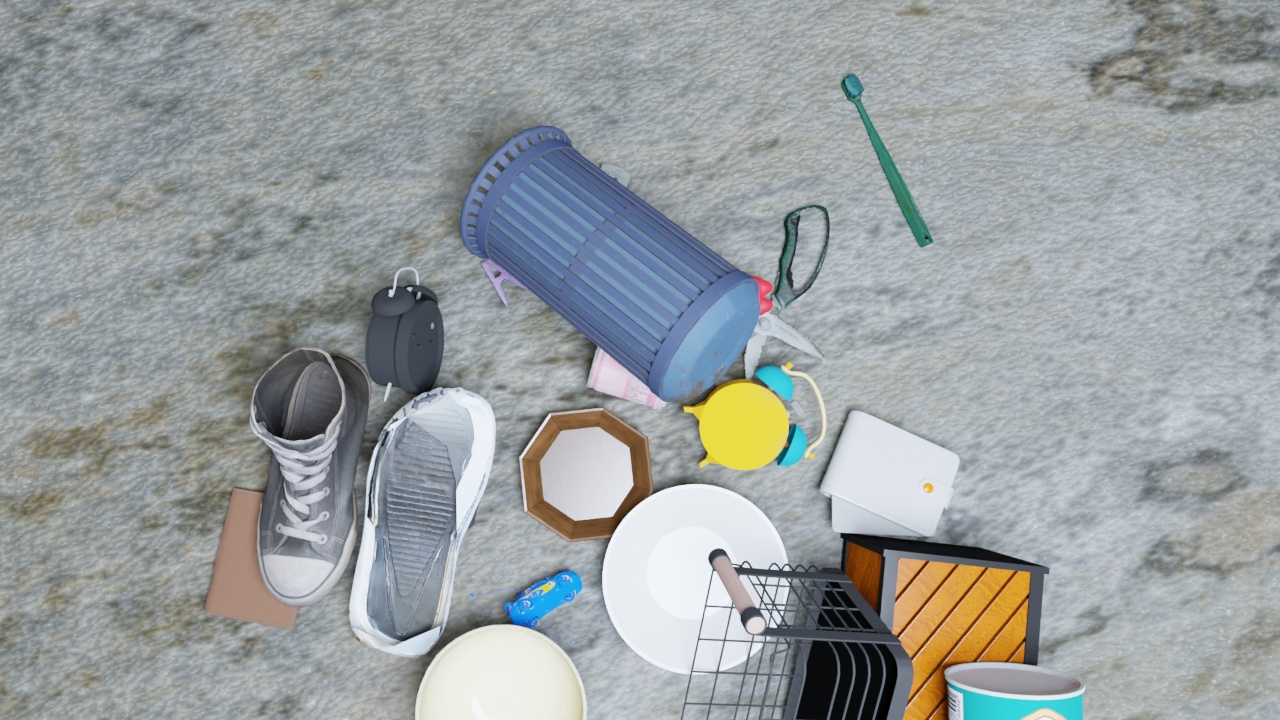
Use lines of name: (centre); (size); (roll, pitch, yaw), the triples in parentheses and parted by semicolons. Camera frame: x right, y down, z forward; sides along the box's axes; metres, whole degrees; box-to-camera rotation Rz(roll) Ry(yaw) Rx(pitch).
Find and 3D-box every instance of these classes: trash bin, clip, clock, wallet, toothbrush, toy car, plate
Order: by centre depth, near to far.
trash bin: (-0.023, -0.081, 0.804); (0.249, 0.139, 0.139); (39, 85, 20)
trash bin: (0.258, 0.255, 0.823); (0.139, 0.140, 0.171); (7, 85, -2)
clock: (-0.219, -0.027, 0.855); (0.042, 0.091, 0.121); (6, 99, 8)
wallet: (-0.358, 0.187, 0.871); (0.087, 0.013, 0.121); (11, 84, -1)
plate: (0.051, 0.205, 0.872); (0.174, 0.036, 0.174); (0, 86, -2)
toy car: (-0.110, 0.218, 0.875); (0.091, 0.033, 0.062); (-30, 45, -20)
clock: (0.112, 0.058, 0.879); (0.130, 0.043, 0.099); (-15, 97, 6)
wallet: (0.236, 0.124, 0.880); (0.118, 0.037, 0.115); (24, 78, 1)
plate: (-0.052, 0.109, 0.881); (0.131, 0.025, 0.131); (0, 86, -2)
clip: (-0.138, -0.079, 0.900); (0.029, 0.013, 0.050); (-43, 86, -6)
toothbrush: (0.248, -0.201, 0.920); (0.016, 0.017, 0.189); (-25, 87, -4)

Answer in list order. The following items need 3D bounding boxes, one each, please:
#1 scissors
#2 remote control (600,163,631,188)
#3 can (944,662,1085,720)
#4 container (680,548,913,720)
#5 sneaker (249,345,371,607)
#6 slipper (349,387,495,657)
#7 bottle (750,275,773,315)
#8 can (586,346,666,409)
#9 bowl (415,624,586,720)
scissors: (0.111, -0.081, 0.908); (0.201, 0.015, 0.205); (29, 83, 1)
remote control: (-0.047, -0.129, 0.906); (0.033, 0.013, 0.136); (21, 85, -1)
can: (0.285, 0.315, 0.697); (0.099, 0.099, 0.144); (0, 85, -2)
container: (0.111, 0.295, 0.769); (0.130, 0.162, 0.241); (7, 105, -13)
sneaker: (-0.301, 0.104, 0.821); (0.095, 0.120, 0.234); (12, 81, -2)
slipper: (-0.204, 0.146, 0.857); (0.111, 0.063, 0.264); (13, 98, -3)
bottle: (0.054, -0.059, 0.876); (0.141, 0.042, 0.042); (-1, 85, 1)
can: (-0.005, 0.005, 0.870); (0.076, 0.067, 0.067); (17, 85, 0)
bowl: (-0.123, 0.311, 0.838); (0.151, 0.075, 0.150); (0, 85, -2)
